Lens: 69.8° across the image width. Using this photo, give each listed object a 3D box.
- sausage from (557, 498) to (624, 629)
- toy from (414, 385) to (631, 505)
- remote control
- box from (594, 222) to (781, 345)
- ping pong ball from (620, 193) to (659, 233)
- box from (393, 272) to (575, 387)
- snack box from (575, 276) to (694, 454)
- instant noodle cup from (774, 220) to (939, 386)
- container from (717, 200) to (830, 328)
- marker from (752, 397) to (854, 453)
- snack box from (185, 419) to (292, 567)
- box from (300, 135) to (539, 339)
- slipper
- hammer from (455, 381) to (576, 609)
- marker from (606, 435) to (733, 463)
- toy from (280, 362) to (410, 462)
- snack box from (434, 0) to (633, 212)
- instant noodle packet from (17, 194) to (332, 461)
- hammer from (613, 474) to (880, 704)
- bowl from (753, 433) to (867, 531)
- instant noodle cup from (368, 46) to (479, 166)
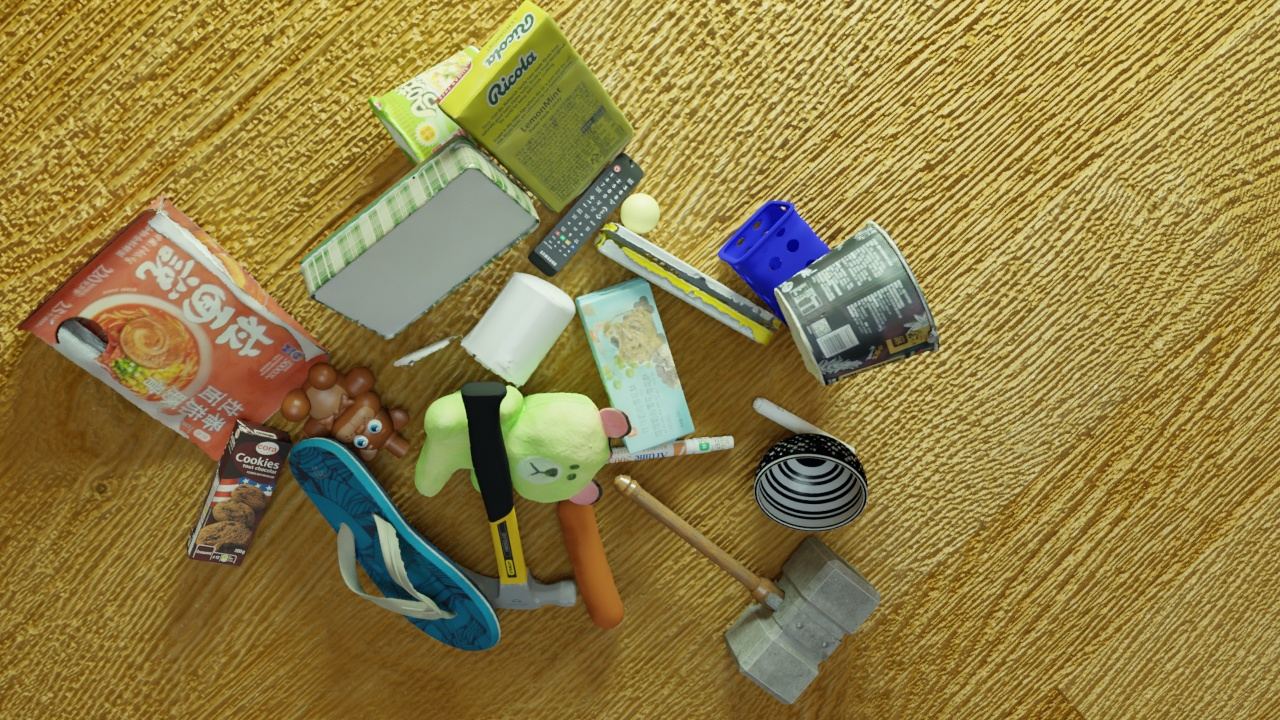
[{"bbox_3d":[-0.054,0.221,1.001,0.039,0.044,0.164,-11,105,19],"label":"sausage"},{"bbox_3d":[-0.123,0.080,0.929,0.196,0.107,0.150,5,128,-17],"label":"toy"},{"bbox_3d":[-0.055,-0.147,0.930,0.033,0.015,0.147,41,96,-17],"label":"remote control"},{"bbox_3d":[0.050,-0.080,0.942,0.209,0.064,0.037,28,96,-14],"label":"box"},{"bbox_3d":[0.000,-0.149,0.930,0.040,0.040,0.040,-2,102,-9],"label":"ping pong ball"},{"bbox_3d":[-0.154,-0.027,0.913,0.126,0.084,0.156,33,92,-15],"label":"box"},{"bbox_3d":[-0.006,0.006,0.958,0.075,0.053,0.175,-19,104,-5],"label":"snack box"},{"bbox_3d":[0.196,-0.046,0.860,0.112,0.137,0.137,-26,105,5],"label":"instant noodle cup"},{"bbox_3d":[0.153,-0.094,0.947,0.084,0.085,0.113,-45,107,2],"label":"container"},{"bbox_3d":[0.182,0.076,1.022,0.133,0.020,0.017,29,106,-14],"label":"marker"},{"bbox_3d":[-0.403,0.134,0.920,0.051,0.032,0.141,20,99,-34],"label":"snack box"},{"bbox_3d":[-0.204,-0.109,0.855,0.206,0.051,0.117,-35,147,15],"label":"box"},{"bbox_3d":[-0.259,0.204,0.929,0.118,0.060,0.295,-22,112,36],"label":"slipper"},{"bbox_3d":[-0.138,0.145,0.904,0.127,0.029,0.324,-2,131,0],"label":"hammer"},{"bbox_3d":[0.030,0.097,1.002,0.145,0.017,0.017,-6,103,-8],"label":"marker"},{"bbox_3d":[-0.288,0.058,0.917,0.127,0.065,0.095,41,96,-21],"label":"toy"},{"bbox_3d":[-0.091,-0.226,0.851,0.121,0.045,0.181,-47,147,3],"label":"snack box"},{"bbox_3d":[-0.435,-0.022,0.885,0.164,0.084,0.221,-42,117,0],"label":"instant noodle packet"},{"bbox_3d":[0.093,0.221,1.006,0.317,0.083,0.163,39,93,-15],"label":"hammer"},{"bbox_3d":[0.186,0.123,1.003,0.120,0.066,0.120,6,130,7],"label":"bowl"},{"bbox_3d":[-0.180,-0.233,0.858,0.108,0.099,0.099,-39,106,-9],"label":"instant noodle cup"}]
